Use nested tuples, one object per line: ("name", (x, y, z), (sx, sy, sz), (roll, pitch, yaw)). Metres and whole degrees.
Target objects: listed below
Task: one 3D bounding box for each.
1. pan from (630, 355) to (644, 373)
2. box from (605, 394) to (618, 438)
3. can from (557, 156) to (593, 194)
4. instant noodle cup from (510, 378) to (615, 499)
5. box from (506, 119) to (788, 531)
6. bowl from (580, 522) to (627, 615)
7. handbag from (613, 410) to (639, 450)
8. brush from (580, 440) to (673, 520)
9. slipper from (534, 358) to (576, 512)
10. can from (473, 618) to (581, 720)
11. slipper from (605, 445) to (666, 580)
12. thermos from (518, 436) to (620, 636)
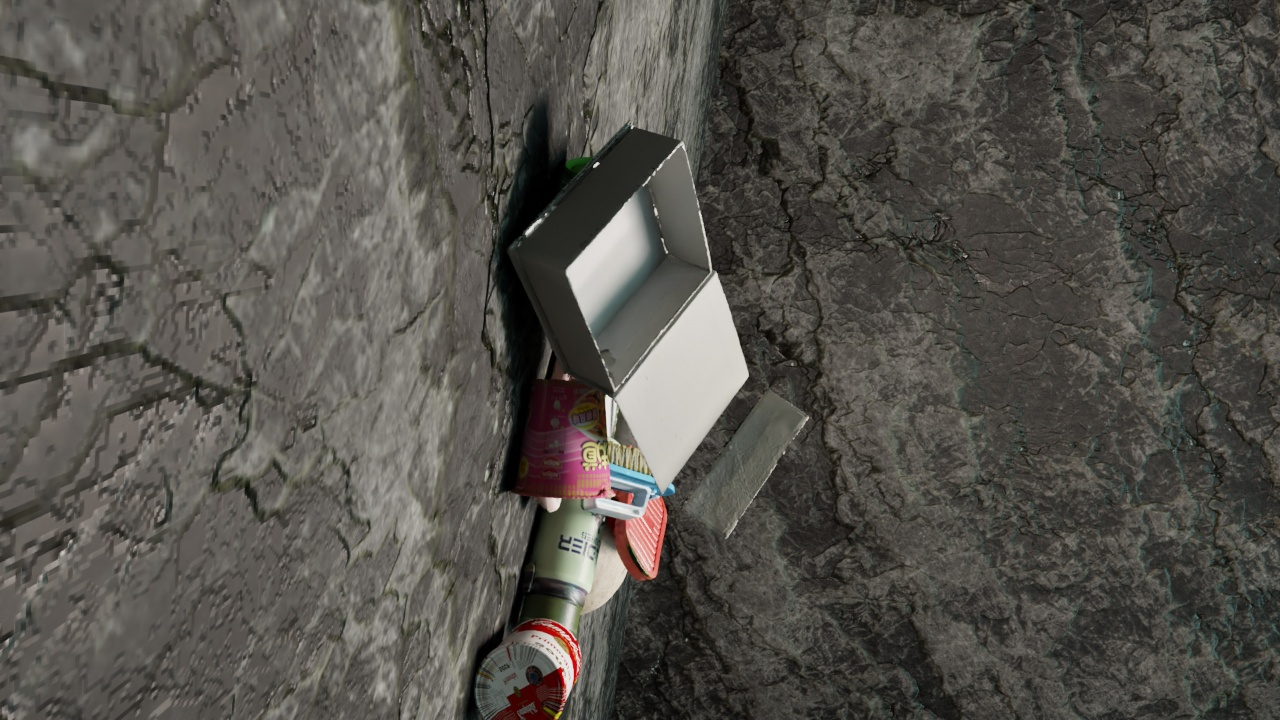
("pan", (-0.007, 0.007, 1.148), (0.198, 0.021, 0.357), (-77, 164, -48))
("box", (-0.054, 0.023, 1.177), (0.117, 0.051, 0.206), (-50, 148, -72))
("can", (-0.040, -0.110, 0.858), (0.082, 0.083, 0.144), (-70, 169, -62))
("instant noodle cup", (-0.072, 0.072, 0.868), (0.097, 0.098, 0.108), (36, 56, -84))
("box", (0.020, -0.016, 0.837), (0.165, 0.098, 0.369), (-51, 140, -23))
("bowl", (-0.059, 0.261, 1.197), (0.177, 0.081, 0.179), (-52, 152, -43))
("handbag", (0.004, 0.138, 1.368), (0.215, 0.096, 0.222), (-59, 155, -4))
("brush", (-0.011, 0.143, 1.041), (0.135, 0.056, 0.075), (22, 60, -43))
("slipper", (-0.073, 0.055, 0.983), (0.107, 0.056, 0.221), (86, 16, -63))
("can", (-0.108, 0.309, 0.903), (0.116, 0.086, 0.086), (49, 51, -84))
("slipper", (-0.016, 0.194, 1.144), (0.103, 0.059, 0.248), (58, 13, -19))
("thermos", (-0.084, 0.197, 1.050), (0.082, 0.082, 0.230), (89, 12, -64))
